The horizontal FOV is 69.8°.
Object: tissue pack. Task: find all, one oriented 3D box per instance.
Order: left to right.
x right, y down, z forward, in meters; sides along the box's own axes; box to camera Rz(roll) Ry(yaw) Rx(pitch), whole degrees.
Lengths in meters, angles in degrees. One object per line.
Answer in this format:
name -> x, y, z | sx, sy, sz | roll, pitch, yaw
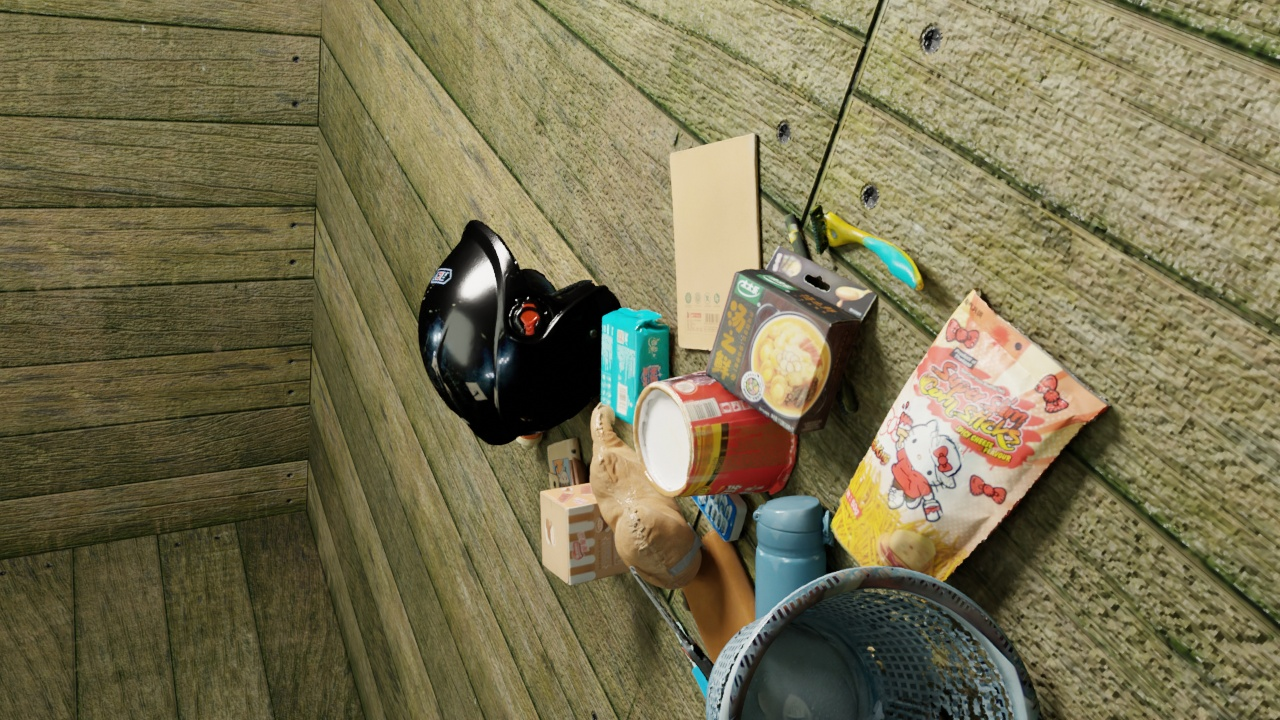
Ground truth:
tissue pack -> -0.006, 0.006, 1.047 | 0.093, 0.050, 0.133 | 22, 114, 59

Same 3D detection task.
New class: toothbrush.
toothbrush -> 0.154, -0.041, 0.792 | 0.017, 0.012, 0.185 | 129, 129, -66

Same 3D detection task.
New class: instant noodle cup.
instant noodle cup -> 0.064, 0.067, 0.873 | 0.138, 0.108, 0.138 | 16, 109, 59

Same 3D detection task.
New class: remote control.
remote control -> 0.073, 0.133, 0.956 | 0.125, 0.024, 0.049 | 51, 137, 48

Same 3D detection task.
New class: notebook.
notebook -> 0.075, -0.112, 0.923 | 0.148, 0.008, 0.207 | 7, 102, 60

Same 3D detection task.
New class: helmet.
helmet -> -0.164, -0.032, 1.143 | 0.275, 0.229, 0.234 | 52, 162, -26

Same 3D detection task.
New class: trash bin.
trash bin -> 0.142, 0.268, 0.683 | 0.195, 0.226, 0.226 | 132, 127, -74

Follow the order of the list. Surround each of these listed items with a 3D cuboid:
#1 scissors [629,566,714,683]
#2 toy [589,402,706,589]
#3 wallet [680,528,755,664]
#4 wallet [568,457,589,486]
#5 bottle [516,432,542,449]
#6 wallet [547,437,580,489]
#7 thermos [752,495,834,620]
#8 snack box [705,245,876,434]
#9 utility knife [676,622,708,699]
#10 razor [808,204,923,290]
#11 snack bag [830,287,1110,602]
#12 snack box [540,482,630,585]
scissors -> 0.066, 0.292, 0.883 | 0.161, 0.021, 0.234 | 33, 157, 58
toy -> -0.006, 0.145, 0.982 | 0.226, 0.082, 0.143 | 59, 175, 46
wallet -> 0.085, 0.254, 0.950 | 0.108, 0.031, 0.131 | -59, 44, 45
wallet -> -0.073, 0.186, 1.186 | 0.101, 0.020, 0.115 | 69, -169, -77
bottle -> -0.158, 0.073, 1.326 | 0.066, 0.066, 0.150 | 57, 148, 40
wallet -> -0.103, 0.169, 1.281 | 0.087, 0.024, 0.115 | -19, 80, 55
thermos -> 0.136, 0.231, 0.823 | 0.070, 0.070, 0.220 | 16, 108, 59
snack box -> 0.123, -0.019, 0.780 | 0.113, 0.053, 0.126 | 35, 121, 41
utility knife -> 0.081, 0.365, 0.993 | 0.203, 0.018, 0.034 | 57, 142, 42
razor -> 0.180, -0.085, 0.719 | 0.132, 0.028, 0.043 | 45, 156, 53
snack bag -> 0.221, 0.066, 0.654 | 0.128, 0.073, 0.208 | 56, 134, 41
snack box -> -0.059, 0.199, 1.077 | 0.077, 0.094, 0.093 | 16, 109, 59
